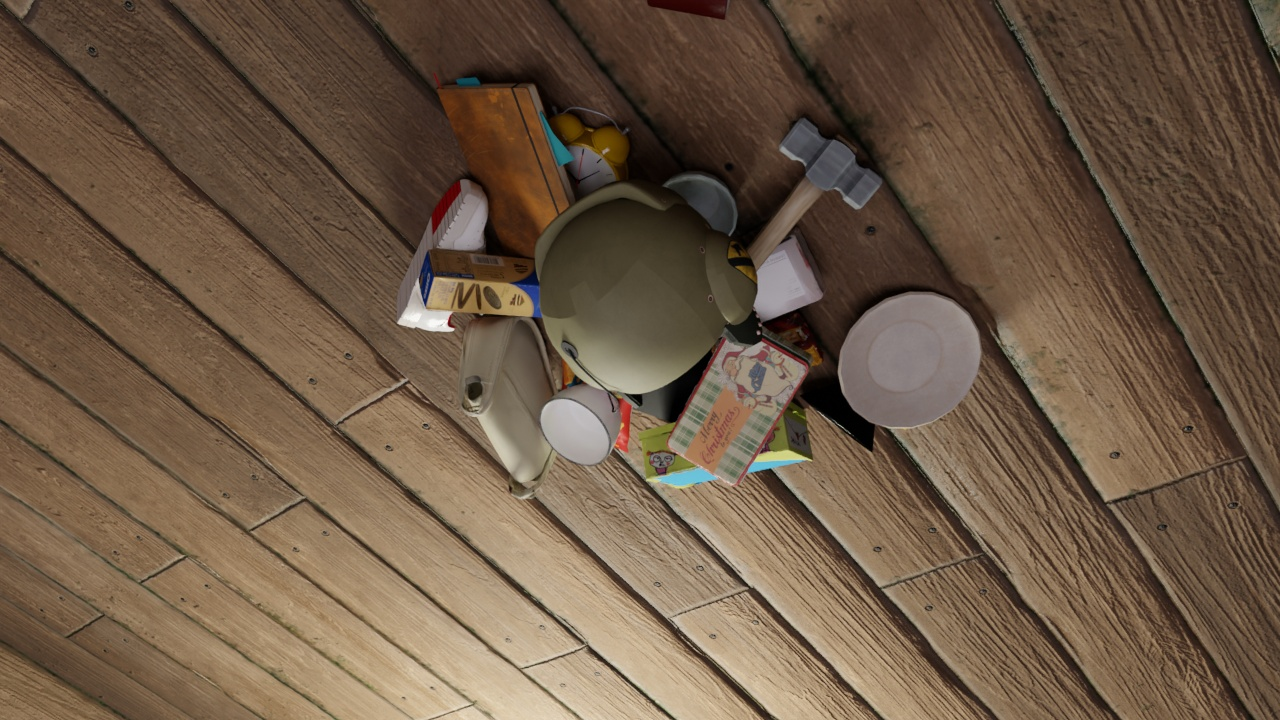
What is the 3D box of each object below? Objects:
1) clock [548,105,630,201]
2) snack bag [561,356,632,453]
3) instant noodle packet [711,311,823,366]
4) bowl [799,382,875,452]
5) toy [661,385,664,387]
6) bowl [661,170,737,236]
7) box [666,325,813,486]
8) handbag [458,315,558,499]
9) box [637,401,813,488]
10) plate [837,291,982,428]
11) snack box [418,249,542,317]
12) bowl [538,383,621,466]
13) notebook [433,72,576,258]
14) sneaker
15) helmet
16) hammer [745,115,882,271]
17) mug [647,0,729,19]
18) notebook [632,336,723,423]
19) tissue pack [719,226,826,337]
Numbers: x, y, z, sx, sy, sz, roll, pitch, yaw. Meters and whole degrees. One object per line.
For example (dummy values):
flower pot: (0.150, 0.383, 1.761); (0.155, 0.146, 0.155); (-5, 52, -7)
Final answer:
clock: (-0.071, -0.237, 1.115); (0.113, 0.051, 0.152); (16, 133, 0)
snack bag: (-0.065, 0.054, 1.336); (0.131, 0.039, 0.144); (25, 132, 18)
instant noodle packet: (0.169, -0.011, 1.230); (0.136, 0.039, 0.098); (-20, 138, 19)
bowl: (0.284, 0.067, 1.258); (0.124, 0.124, 0.052); (38, 93, -17)
toy: (-0.007, 0.007, 1.258); (0.100, 0.080, 0.037); (23, 131, 3)
bowl: (0.068, -0.189, 1.128); (0.106, 0.039, 0.106); (6, 129, 8)
box: (0.126, 0.054, 1.178); (0.117, 0.050, 0.206); (33, 117, 8)
handbag: (-0.203, 0.062, 1.302); (0.132, 0.183, 0.229); (-6, 133, 21)
box: (0.120, 0.120, 1.305); (0.221, 0.082, 0.124); (-15, 161, 26)
plate: (0.348, -0.002, 1.197); (0.188, 0.027, 0.189); (-1, 110, -4)
snack box: (-0.176, -0.096, 1.187); (0.206, 0.057, 0.056); (3, 134, -27)
bowl: (-0.078, 0.084, 1.291); (0.116, 0.065, 0.116); (16, 128, 21)
notebook: (-0.146, -0.229, 1.110); (0.179, 0.014, 0.249); (13, 135, 38)
sneaker: (-0.238, -0.131, 1.223); (0.104, 0.090, 0.237); (16, 125, -27)
helmet: (-0.001, -0.087, 1.034); (0.251, 0.255, 0.233); (-29, 121, 28)
hammer: (0.142, -0.131, 1.098); (0.117, 0.051, 0.324); (37, 114, -3)
mug: (0.057, -0.412, 0.941); (0.082, 0.073, 0.106); (12, 101, 3)
notebook: (0.044, 0.003, 1.302); (0.149, 0.016, 0.207); (20, 129, -2)
tissue pack: (0.141, -0.092, 1.181); (0.182, 0.071, 0.104); (-23, 104, 25)
